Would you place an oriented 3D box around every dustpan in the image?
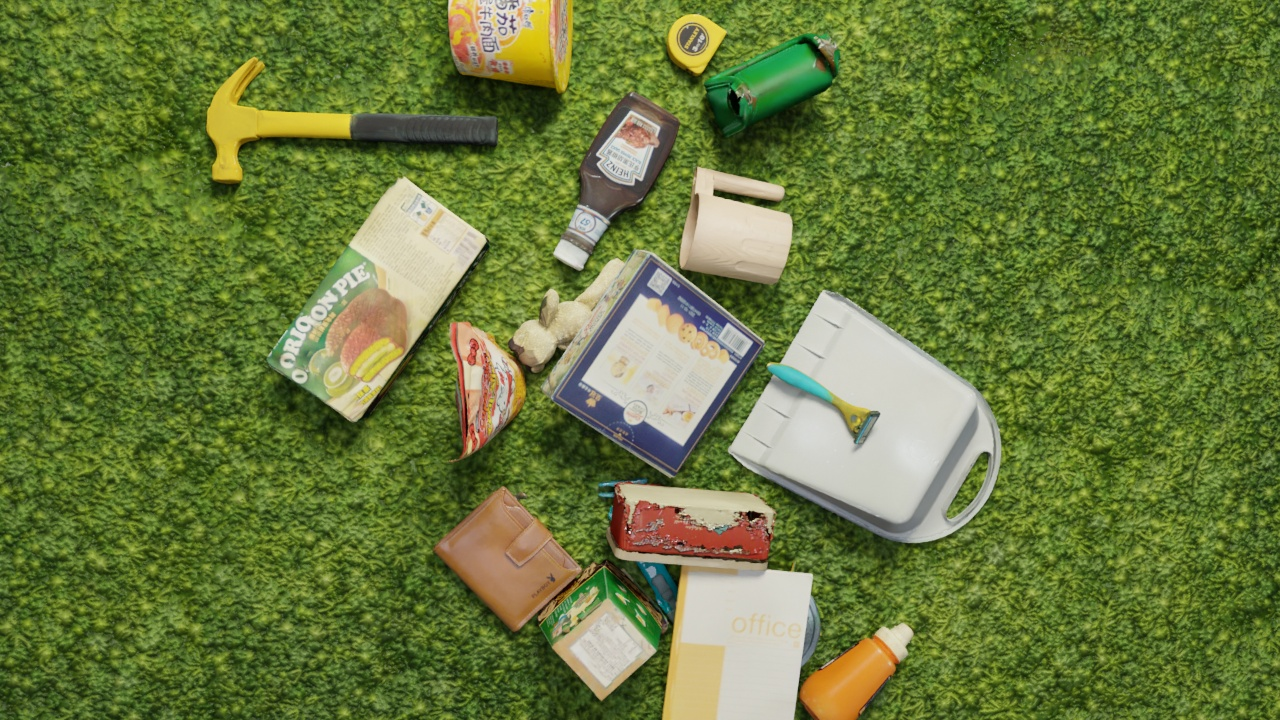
[{"bbox_3d":[0.277,0.086,1.052,0.258,0.142,0.222,30,89,24],"label":"dustpan"}]

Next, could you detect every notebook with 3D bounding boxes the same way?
[{"bbox_3d":[0.102,0.323,0.985,0.146,0.010,0.206,7,93,-6],"label":"notebook"}]

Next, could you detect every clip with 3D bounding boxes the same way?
[{"bbox_3d":[-0.019,0.143,1.025,0.057,0.014,0.047,-3,94,-6],"label":"clip"}]

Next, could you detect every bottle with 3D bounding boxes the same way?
[{"bbox_3d":[-0.033,-0.190,0.996,0.080,0.044,0.195,30,90,-5],"label":"bottle"},{"bbox_3d":[0.250,0.351,1.037,0.149,0.067,0.067,-38,95,-10],"label":"bottle"}]

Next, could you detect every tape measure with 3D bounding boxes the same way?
[{"bbox_3d":[0.057,-0.347,1.005,0.057,0.029,0.060,32,89,-7],"label":"tape measure"}]

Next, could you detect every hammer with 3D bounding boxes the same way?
[{"bbox_3d":[-0.303,-0.249,0.975,0.300,0.033,0.129,1,93,-5],"label":"hammer"}]

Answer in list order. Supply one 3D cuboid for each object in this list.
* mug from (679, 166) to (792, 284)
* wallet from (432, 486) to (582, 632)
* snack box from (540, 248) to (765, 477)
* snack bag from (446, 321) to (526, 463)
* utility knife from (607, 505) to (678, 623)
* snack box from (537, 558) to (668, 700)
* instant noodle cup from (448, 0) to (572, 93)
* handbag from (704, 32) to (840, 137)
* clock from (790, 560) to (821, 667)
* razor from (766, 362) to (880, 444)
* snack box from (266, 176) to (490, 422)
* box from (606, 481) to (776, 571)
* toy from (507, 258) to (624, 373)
[{"bbox_3d":[0.104,-0.148,0.999,0.103,0.084,0.124,11,65,-7],"label":"mug"},{"bbox_3d":[-0.141,0.213,1.010,0.119,0.035,0.130,-42,96,3],"label":"wallet"},{"bbox_3d":[0.016,0.005,0.975,0.178,0.046,0.182,36,89,-29],"label":"snack box"},{"bbox_3d":[-0.161,0.028,0.911,0.073,0.208,0.128,2,91,-1],"label":"snack bag"},{"bbox_3d":[0.008,0.227,1.030,0.029,0.013,0.151,-32,94,-10],"label":"utility knife"},{"bbox_3d":[-0.040,0.295,0.983,0.118,0.105,0.117,-42,96,-2],"label":"snack box"},{"bbox_3d":[-0.131,-0.348,0.941,0.110,0.138,0.138,4,92,2],"label":"instant noodle cup"},{"bbox_3d":[0.139,-0.295,0.970,0.131,0.120,0.068,-27,100,-6],"label":"handbag"},{"bbox_3d":[0.118,0.295,1.021,0.158,0.060,0.117,-18,95,-6],"label":"clock"},{"bbox_3d":[0.195,0.038,1.000,0.132,0.028,0.043,33,122,20],"label":"razor"},{"bbox_3d":[-0.272,-0.063,0.969,0.114,0.063,0.240,35,89,-5],"label":"snack box"},{"bbox_3d":[0.055,0.169,0.986,0.168,0.091,0.080,6,97,-11],"label":"box"},{"bbox_3d":[-0.072,-0.050,0.994,0.157,0.066,0.105,-38,137,-7],"label":"toy"}]
